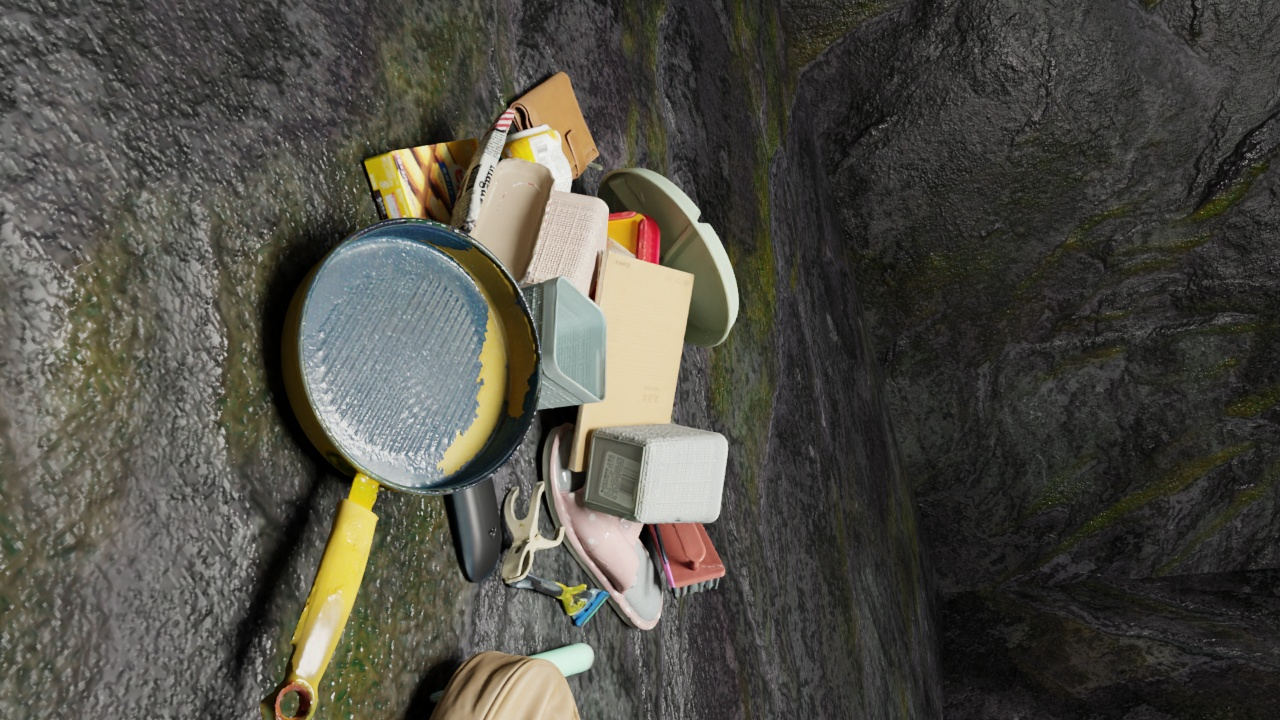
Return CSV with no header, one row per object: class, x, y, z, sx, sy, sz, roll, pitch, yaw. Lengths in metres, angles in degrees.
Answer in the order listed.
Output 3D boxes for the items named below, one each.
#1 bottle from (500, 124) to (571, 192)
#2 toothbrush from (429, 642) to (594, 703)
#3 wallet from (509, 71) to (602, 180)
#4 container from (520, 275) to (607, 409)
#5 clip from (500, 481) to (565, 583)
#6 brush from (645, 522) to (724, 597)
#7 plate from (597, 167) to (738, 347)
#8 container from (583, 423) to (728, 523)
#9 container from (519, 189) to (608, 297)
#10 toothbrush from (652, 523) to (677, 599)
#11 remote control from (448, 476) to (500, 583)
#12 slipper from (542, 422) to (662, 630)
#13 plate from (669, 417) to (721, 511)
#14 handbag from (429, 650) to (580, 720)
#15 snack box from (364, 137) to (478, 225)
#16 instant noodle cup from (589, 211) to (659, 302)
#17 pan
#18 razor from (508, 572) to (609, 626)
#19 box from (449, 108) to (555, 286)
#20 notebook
bottle,-0.099,-0.180,0.929,0.063,0.063,0.108,-46,122,-62
toothbrush,-0.100,0.265,0.773,0.224,0.027,0.026,20,57,-64
wallet,-0.092,-0.250,1.025,0.119,0.035,0.130,63,28,-21
container,-0.098,-0.007,0.793,0.090,0.112,0.090,40,44,-55
clip,-0.095,0.159,0.812,0.098,0.035,0.099,56,24,-52
brush,0.042,0.193,1.041,0.145,0.063,0.069,-117,-160,-52
plate,0.030,-0.117,1.040,0.027,0.230,0.230,-35,120,-21
container,0.012,0.109,0.886,0.114,0.090,0.090,6,91,-49
container,-0.086,-0.090,0.864,0.090,0.090,0.110,97,4,-52
toothbrush,0.019,0.184,1.018,0.189,0.017,0.014,-109,-160,-45
remote control,-0.137,0.115,0.759,0.053,0.024,0.136,-15,94,-69
slipper,-0.025,0.177,0.952,0.113,0.054,0.274,-69,142,-51
plate,0.037,0.111,1.103,0.179,0.024,0.179,54,10,-14
handbag,-0.087,0.322,0.672,0.147,0.100,0.205,-47,127,-52
snack box,-0.172,-0.139,0.784,0.140,0.034,0.087,-44,121,-66
instant noodle cup,-0.028,-0.084,1.006,0.124,0.116,0.116,66,23,-56
pan,-0.169,0.061,0.608,0.197,0.078,0.356,40,56,-32
razor,-0.082,0.213,0.849,0.042,0.022,0.142,-51,142,-1
box,-0.115,-0.139,0.774,0.086,0.075,0.161,104,-2,-52
notebook,-0.005,0.005,0.921,0.149,0.012,0.211,7,93,-53
